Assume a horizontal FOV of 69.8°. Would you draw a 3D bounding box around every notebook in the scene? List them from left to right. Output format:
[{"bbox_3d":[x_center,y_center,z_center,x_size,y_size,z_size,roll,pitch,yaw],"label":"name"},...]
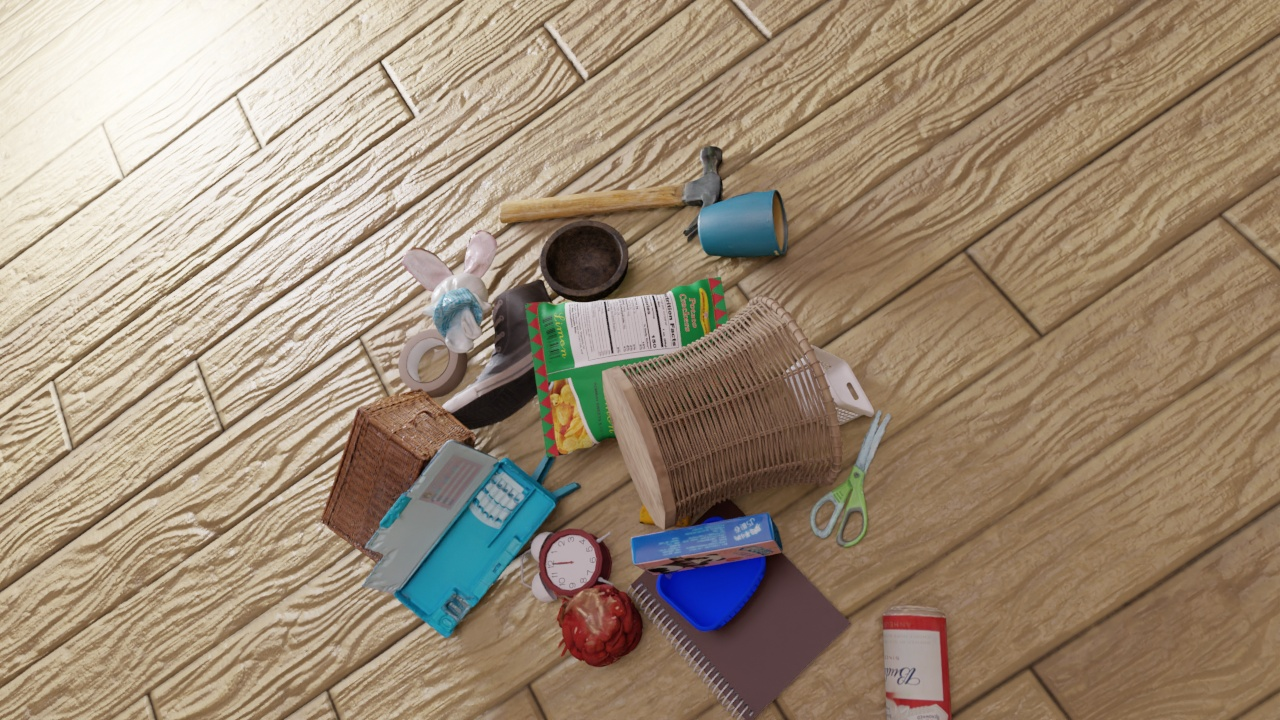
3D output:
[{"bbox_3d":[0.111,0.292,1.086,0.171,0.022,0.209,-44,65,-2],"label":"notebook"}]

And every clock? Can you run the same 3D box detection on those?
[{"bbox_3d":[-0.092,0.255,1.147,0.125,0.044,0.087,-9,70,13],"label":"clock"}]

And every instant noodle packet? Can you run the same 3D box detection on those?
[{"bbox_3d":[-0.007,0.007,1.160,0.252,0.090,0.195,-8,85,-4],"label":"instant noodle packet"}]

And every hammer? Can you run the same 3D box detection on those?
[{"bbox_3d":[-0.047,-0.223,1.305,0.331,0.033,0.132,-3,72,17],"label":"hammer"}]

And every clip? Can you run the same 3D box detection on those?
[{"bbox_3d":[-0.151,0.173,1.205,0.113,0.028,0.126,35,85,26],"label":"clip"}]

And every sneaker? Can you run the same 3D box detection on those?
[{"bbox_3d":[-0.191,-0.004,1.242,0.235,0.095,0.120,-41,62,4],"label":"sneaker"}]

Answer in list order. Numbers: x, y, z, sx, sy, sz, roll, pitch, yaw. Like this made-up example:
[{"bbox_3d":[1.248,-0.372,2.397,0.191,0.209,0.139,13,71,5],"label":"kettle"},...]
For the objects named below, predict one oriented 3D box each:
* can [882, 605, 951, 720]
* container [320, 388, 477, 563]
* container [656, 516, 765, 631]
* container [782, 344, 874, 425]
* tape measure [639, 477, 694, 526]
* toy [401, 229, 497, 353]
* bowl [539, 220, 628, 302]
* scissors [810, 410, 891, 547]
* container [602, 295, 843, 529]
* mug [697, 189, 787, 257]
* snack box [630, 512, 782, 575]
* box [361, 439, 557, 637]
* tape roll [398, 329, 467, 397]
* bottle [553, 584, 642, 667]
[{"bbox_3d":[0.296,0.351,0.982,0.067,0.067,0.170,-3,72,16],"label":"can"},{"bbox_3d":[-0.308,0.149,1.175,0.113,0.113,0.199,34,115,20],"label":"container"},{"bbox_3d":[0.086,0.250,1.064,0.096,0.058,0.114,38,83,24],"label":"container"},{"bbox_3d":[0.220,0.036,1.087,0.050,0.129,0.080,-35,64,22],"label":"container"},{"bbox_3d":[0.035,0.176,1.143,0.068,0.030,0.058,1,74,17],"label":"tape measure"},{"bbox_3d":[-0.231,-0.072,1.206,0.131,0.106,0.205,-19,42,-4],"label":"toy"},{"bbox_3d":[-0.074,-0.127,1.263,0.121,0.056,0.121,-3,63,5],"label":"bowl"},{"bbox_3d":[0.264,0.139,1.095,0.072,0.033,0.175,23,83,26],"label":"scissors"},{"bbox_3d":[0.082,0.064,1.024,0.196,0.227,0.226,-19,66,-11],"label":"container"},{"bbox_3d":[0.136,-0.185,1.215,0.104,0.084,0.111,-5,42,21],"label":"mug"},{"bbox_3d":[0.074,0.202,1.004,0.154,0.088,0.033,-12,68,10],"label":"snack box"},{"bbox_3d":[-0.238,0.216,1.148,0.227,0.180,0.074,-51,23,5],"label":"box"},{"bbox_3d":[-0.295,0.004,1.303,0.094,0.030,0.093,-6,70,15],"label":"tape roll"},{"bbox_3d":[-0.052,0.311,1.080,0.099,0.111,0.098,-5,71,15],"label":"bottle"}]
